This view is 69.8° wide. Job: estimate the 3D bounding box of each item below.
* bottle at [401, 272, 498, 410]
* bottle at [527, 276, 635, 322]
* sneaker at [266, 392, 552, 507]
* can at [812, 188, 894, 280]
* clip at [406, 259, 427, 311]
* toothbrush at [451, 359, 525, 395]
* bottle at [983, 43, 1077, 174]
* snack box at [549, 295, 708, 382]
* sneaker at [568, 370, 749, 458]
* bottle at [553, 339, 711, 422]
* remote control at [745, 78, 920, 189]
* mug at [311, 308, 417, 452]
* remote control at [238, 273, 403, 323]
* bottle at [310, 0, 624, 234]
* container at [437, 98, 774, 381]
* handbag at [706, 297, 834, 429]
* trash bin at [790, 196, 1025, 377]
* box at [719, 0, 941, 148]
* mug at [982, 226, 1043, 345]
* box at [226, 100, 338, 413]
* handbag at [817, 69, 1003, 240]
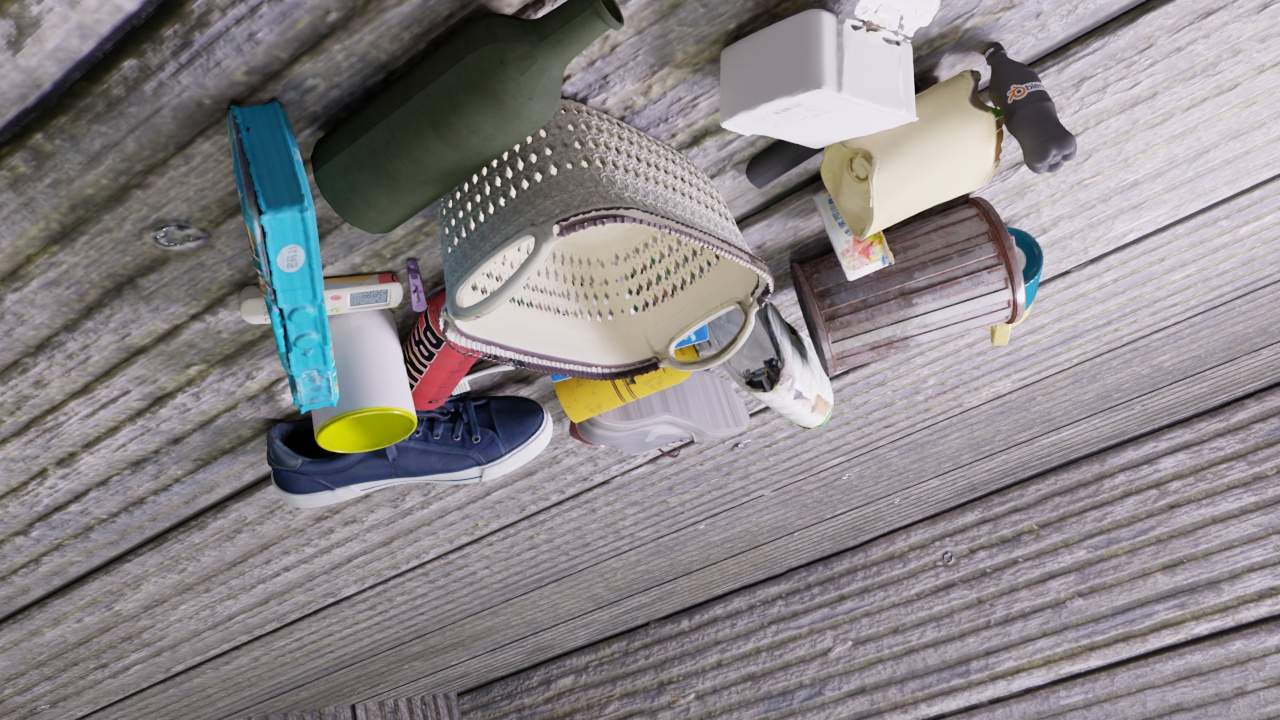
[{"bbox_3d":[-0.170,-0.020,0.811,0.062,0.062,0.177,-1,152,-34],"label":"bottle"},{"bbox_3d":[-0.064,-0.046,0.852,0.116,0.041,0.041,-14,157,-9],"label":"bottle"},{"bbox_3d":[-0.237,0.070,0.942,0.294,0.120,0.127,-9,136,-11],"label":"sneaker"},{"bbox_3d":[0.188,-0.116,0.813,0.043,0.086,0.086,-24,156,14],"label":"can"},{"bbox_3d":[-0.185,-0.062,0.754,0.013,0.033,0.052,-11,156,-13],"label":"clip"},{"bbox_3d":[-0.112,0.002,0.958,0.187,0.017,0.012,-17,-172,0],"label":"toothbrush"},{"bbox_3d":[0.285,-0.190,0.683,0.036,0.109,0.036,-15,157,-7],"label":"bottle"},{"bbox_3d":[-0.018,-0.025,0.888,0.154,0.033,0.088,-16,-163,-3],"label":"snack box"},{"bbox_3d":[0.018,0.070,1.108,0.235,0.099,0.090,6,148,-29],"label":"sneaker"},{"bbox_3d":[-0.006,0.006,0.972,0.164,0.071,0.071,-22,157,10],"label":"bottle"},{"bbox_3d":[0.149,-0.182,0.726,0.147,0.015,0.033,-29,154,26],"label":"remote control"},{"bbox_3d":[-0.241,0.014,0.780,0.082,0.106,0.083,-15,158,-6],"label":"mug"},{"bbox_3d":[-0.255,-0.050,0.739,0.125,0.018,0.038,-9,156,-21],"label":"remote control"},{"bbox_3d":[-0.102,-0.153,0.545,0.207,0.071,0.071,-28,155,24],"label":"bottle"},{"bbox_3d":[-0.031,-0.078,0.675,0.185,0.143,0.251,-33,152,30],"label":"container"},{"bbox_3d":[0.139,-0.006,0.967,0.072,0.138,0.194,-32,155,16],"label":"handbag"},{"bbox_3d":[0.270,-0.073,0.917,0.211,0.130,0.131,-18,157,6],"label":"trash bin"},{"bbox_3d":[0.137,-0.203,0.585,0.111,0.101,0.190,0,157,-39],"label":"box"},{"bbox_3d":[0.402,-0.076,1.023,0.083,0.113,0.107,1,160,14],"label":"mug"},{"bbox_3d":[-0.236,-0.057,0.613,0.039,0.094,0.227,-12,152,-21],"label":"box"},{"bbox_3d":[0.211,-0.161,0.714,0.119,0.081,0.111,-24,166,0],"label":"handbag"}]
